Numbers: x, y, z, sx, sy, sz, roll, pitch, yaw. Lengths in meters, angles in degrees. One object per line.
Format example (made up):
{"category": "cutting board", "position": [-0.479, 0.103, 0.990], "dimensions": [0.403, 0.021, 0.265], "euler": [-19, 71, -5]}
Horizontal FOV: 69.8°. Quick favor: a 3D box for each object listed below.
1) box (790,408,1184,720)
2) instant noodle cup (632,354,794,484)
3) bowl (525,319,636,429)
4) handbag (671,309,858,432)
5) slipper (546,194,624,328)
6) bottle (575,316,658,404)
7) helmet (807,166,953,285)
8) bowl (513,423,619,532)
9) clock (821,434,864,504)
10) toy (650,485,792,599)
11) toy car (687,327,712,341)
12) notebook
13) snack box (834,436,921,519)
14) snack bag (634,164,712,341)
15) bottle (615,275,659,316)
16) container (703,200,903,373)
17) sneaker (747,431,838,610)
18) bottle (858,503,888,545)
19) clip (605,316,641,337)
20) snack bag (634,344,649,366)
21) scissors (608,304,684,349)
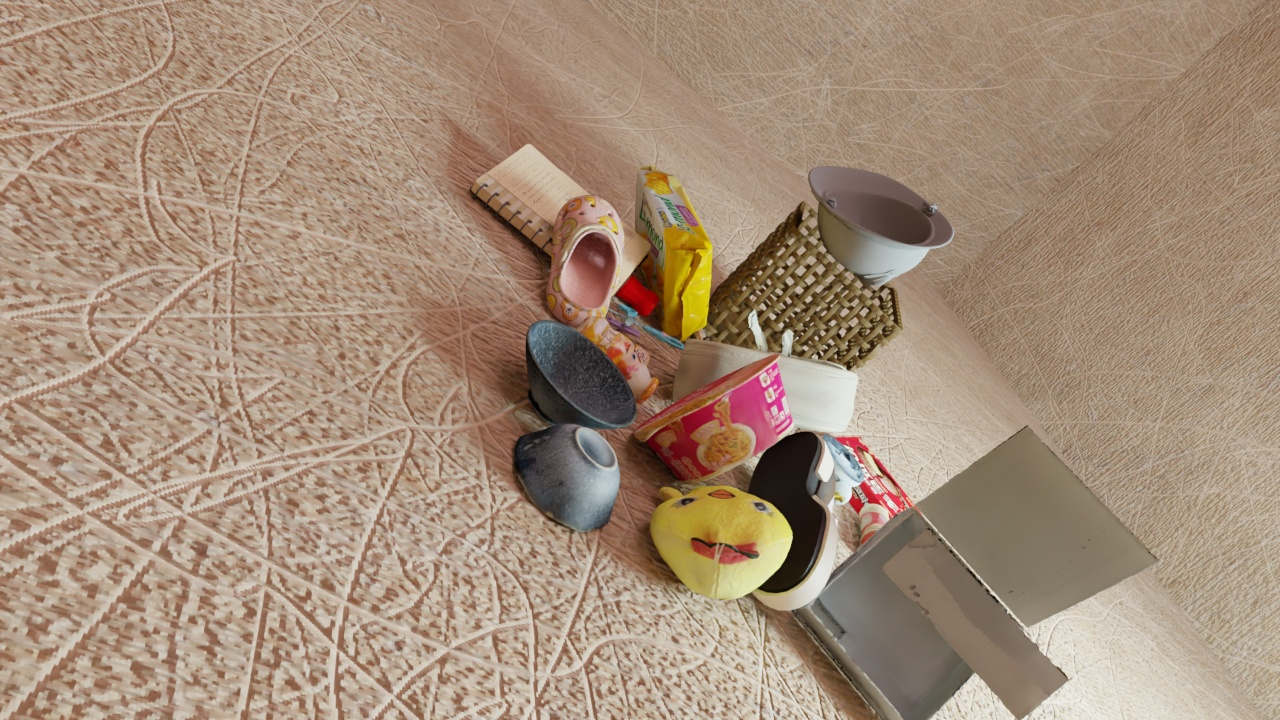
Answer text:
{"category": "box", "position": [0.322, 0.212, 0.891], "dimensions": [0.167, 0.331, 0.164], "euler": [49, 36, 11]}
{"category": "instant noodle cup", "position": [0.088, 0.068, 0.988], "dimensions": [0.077, 0.179, 0.178], "euler": [61, 23, -2]}
{"category": "bowl", "position": [-0.073, 0.029, 0.904], "dimensions": [0.137, 0.057, 0.136], "euler": [37, 24, -19]}
{"category": "handbag", "position": [0.165, 0.011, 1.156], "dimensions": [0.229, 0.132, 0.184], "euler": [13, 3, 7]}
{"category": "slipper", "position": [-0.056, -0.130, 1.106], "dimensions": [0.093, 0.082, 0.196], "euler": [20, 54, -20]}
{"category": "bottle", "position": [-0.031, 0.002, 1.016], "dimensions": [0.109, 0.063, 0.063], "euler": [40, 23, -9]}
{"category": "helmet", "position": [0.323, -0.177, 1.311], "dimensions": [0.183, 0.118, 0.271], "euler": [1, 33, -16]}
{"category": "bowl", "position": [-0.056, 0.095, 0.822], "dimensions": [0.110, 0.055, 0.110], "euler": [37, 23, -20]}
{"category": "clock", "position": [0.262, 0.153, 1.266], "dimensions": [0.083, 0.057, 0.117], "euler": [47, 22, 3]}
{"category": "toy", "position": [0.077, 0.163, 0.888], "dimensions": [0.134, 0.092, 0.207], "euler": [8, 16, 6]}
{"category": "toy car", "position": [0.081, -0.030, 1.298], "dimensions": [0.039, 0.039, 0.113], "euler": [57, 8, -42]}
{"category": "notebook", "position": [-0.099, -0.183, 1.205], "dimensions": [0.225, 0.024, 0.167], "euler": [39, 37, -3]}
{"category": "snack box", "position": [0.340, 0.185, 1.371], "dimensions": [0.132, 0.036, 0.152], "euler": [6, 43, -57]}
{"category": "snack bag", "position": [0.045, -0.153, 1.297], "dimensions": [0.068, 0.160, 0.247], "euler": [-6, 41, -11]}
{"category": "bottle", "position": [-0.029, -0.109, 1.246], "dimensions": [0.119, 0.036, 0.036], "euler": [39, 23, -12]}
{"category": "container", "position": [0.250, -0.081, 1.443], "dimensions": [0.219, 0.215, 0.251], "euler": [43, 22, -3]}
{"category": "sneaker", "position": [0.177, 0.198, 1.011], "dimensions": [0.116, 0.112, 0.293], "euler": [61, 18, -15]}
{"category": "bottle", "position": [0.316, 0.234, 1.237], "dimensions": [0.044, 0.044, 0.109], "euler": [42, 22, -5]}
{"category": "clip", "position": [-0.025, -0.037, 1.146], "dimensions": [0.051, 0.032, 0.013], "euler": [36, 23, -16]}
{"category": "snack bag", "position": [-0.007, 0.006, 1.107], "dimensions": [0.026, 0.020, 0.099], "euler": [43, 23, -8]}
{"category": "scissors", "position": [-0.005, -0.053, 1.189], "dimensions": [0.135, 0.015, 0.129], "euler": [30, 9, -33]}
